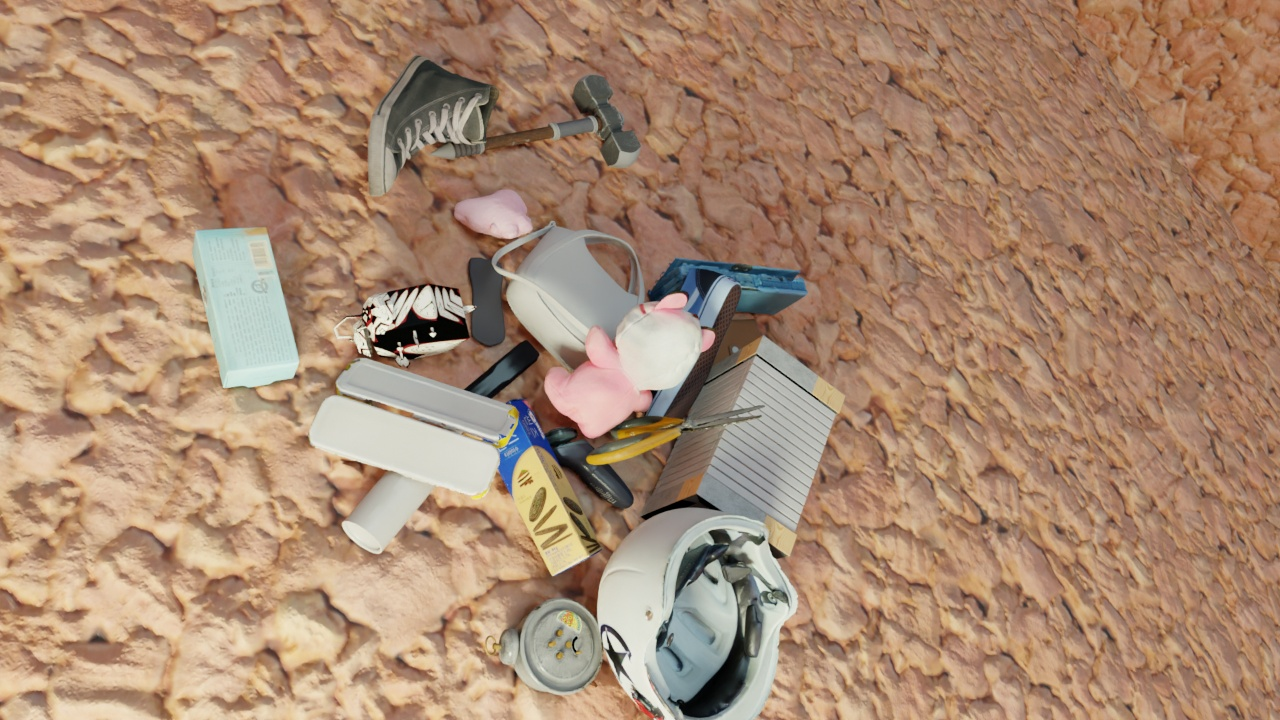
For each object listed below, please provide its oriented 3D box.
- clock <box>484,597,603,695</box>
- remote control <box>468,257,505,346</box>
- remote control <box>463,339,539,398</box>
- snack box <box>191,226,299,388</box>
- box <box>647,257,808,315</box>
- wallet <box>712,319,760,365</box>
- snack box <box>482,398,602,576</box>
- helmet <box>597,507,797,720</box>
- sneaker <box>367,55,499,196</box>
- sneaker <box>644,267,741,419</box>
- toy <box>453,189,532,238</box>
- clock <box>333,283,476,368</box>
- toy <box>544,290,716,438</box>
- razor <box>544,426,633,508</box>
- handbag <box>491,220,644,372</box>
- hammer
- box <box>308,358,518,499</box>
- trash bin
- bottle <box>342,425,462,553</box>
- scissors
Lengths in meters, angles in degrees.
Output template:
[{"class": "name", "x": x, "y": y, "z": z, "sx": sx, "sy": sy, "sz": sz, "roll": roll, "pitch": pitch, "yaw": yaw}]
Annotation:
[{"class": "clock", "x": -0.106, "y": 0.319, "z": 1.023, "sx": 0.147, "sy": 0.056, "sz": 0.103, "roll": 12, "pitch": 62, "yaw": -29}, {"class": "remote control", "x": -0.198, "y": -0.075, "z": 1.182, "sx": 0.046, "sy": 0.009, "sz": 0.124, "roll": 7, "pitch": 65, "yaw": -29}, {"class": "remote control", "x": -0.179, "y": 0.022, "z": 1.143, "sx": 0.032, "sy": 0.015, "sz": 0.136, "roll": 49, "pitch": 52, "yaw": -3}, {"class": "snack box", "x": -0.433, "y": -0.060, "z": 1.003, "sx": 0.074, "sy": 0.053, "sz": 0.174, "roll": -10, "pitch": 72, "yaw": -35}, {"class": "box", "x": 0.129, "y": -0.108, "z": 1.347, "sx": 0.231, "sy": 0.093, "sz": 0.048, "roll": 2, "pitch": 70, "yaw": -30}, {"class": "wallet", "x": 0.135, "y": -0.021, "z": 1.359, "sx": 0.120, "sy": 0.013, "sz": 0.087, "roll": -3, "pitch": 70, "yaw": -33}, {"class": "snack box", "x": -0.121, "y": 0.147, "z": 1.082, "sx": 0.206, "sy": 0.056, "sz": 0.057, "roll": 62, "pitch": 15, "yaw": 7}, {"class": "helmet", "x": 0.048, "y": 0.296, "z": 1.055, "sx": 0.235, "sy": 0.164, "sz": 0.264, "roll": -35, "pitch": 117, "yaw": -36}, {"class": "sneaker", "x": -0.269, "y": -0.290, "z": 1.173, "sx": 0.120, "sy": 0.095, "sz": 0.234, "roll": 17, "pitch": 49, "yaw": 1}, {"class": "sneaker", "x": 0.043, "y": -0.013, "z": 1.237, "sx": 0.098, "sy": 0.083, "sz": 0.241, "roll": 25, "pitch": 89, "yaw": 24}, {"class": "toy", "x": -0.184, "y": -0.192, "z": 1.215, "sx": 0.093, "sy": 0.050, "sz": 0.102, "roll": 39, "pitch": 46, "yaw": 24}, {"class": "clock", "x": -0.272, "y": -0.034, "z": 1.051, "sx": 0.154, "sy": 0.115, "sz": 0.065, "roll": -5, "pitch": 71, "yaw": -31}, {"class": "toy", "x": -0.007, "y": 0.007, "z": 1.130, "sx": 0.142, "sy": 0.213, "sz": 0.084, "roll": 49, "pitch": 5, "yaw": -43}, {"class": "razor", "x": -0.064, "y": 0.136, "z": 1.146, "sx": 0.143, "sy": 0.047, "sz": 0.052, "roll": 45, "pitch": 50, "yaw": -10}, {"class": "handbag", "x": -0.070, "y": -0.109, "z": 1.228, "sx": 0.216, "sy": 0.096, "sz": 0.221, "roll": 46, "pitch": 47, "yaw": -11}, {"class": "hammer", "x": -0.155, "y": -0.321, "z": 1.309, "sx": 0.321, "sy": 0.043, "sz": 0.156, "roll": -21, "pitch": 80, "yaw": -34}, {"class": "box", "x": -0.249, "y": 0.071, "z": 1.019, "sx": 0.209, "sy": 0.039, "sz": 0.129, "roll": 18, "pitch": 53, "yaw": 3}, {"class": "trash bin", "x": 0.136, "y": 0.123, "z": 1.199, "sx": 0.142, "sy": 0.143, "sz": 0.246, "roll": 35, "pitch": 58, "yaw": -13}, {"class": "bottle", "x": -0.250, "y": 0.124, "z": 1.028, "sx": 0.052, "sy": 0.053, "sz": 0.194, "roll": 42, "pitch": 53, "yaw": -8}, {"class": "scissors", "x": 0.037, "y": 0.087, "z": 1.108, "sx": 0.161, "sy": 0.226, "sz": 0.016, "roll": -35, "pitch": 110, "yaw": -53}]
